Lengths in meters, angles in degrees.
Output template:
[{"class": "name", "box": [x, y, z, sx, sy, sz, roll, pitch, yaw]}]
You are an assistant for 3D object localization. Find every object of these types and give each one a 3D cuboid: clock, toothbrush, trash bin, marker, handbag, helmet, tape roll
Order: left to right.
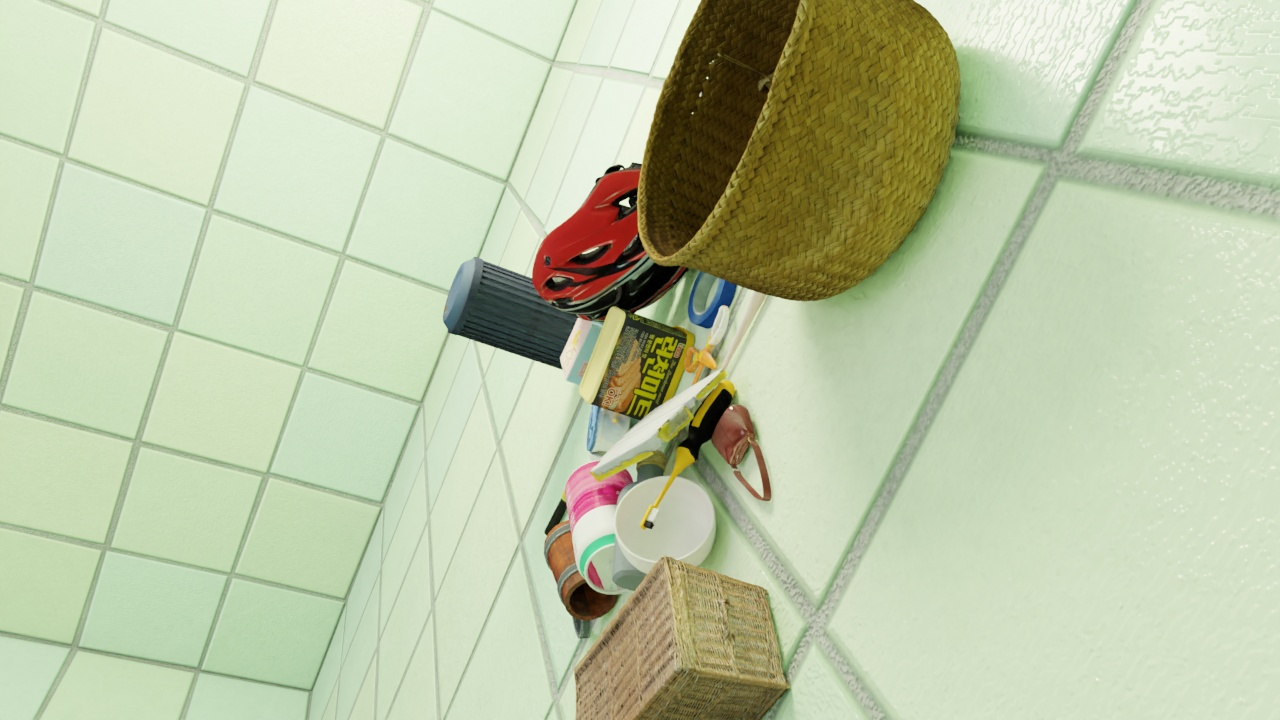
[{"class": "trash bin", "box": [-0.183, -0.069, 1.479, 0.140, 0.249, 0.139, -53, 26, 41]}, {"class": "marker", "box": [-0.116, 0.219, 1.387, 0.021, 0.017, 0.124, -104, 36, -57]}, {"class": "clock", "box": [-0.047, 0.091, 1.258, 0.126, 0.052, 0.088, 110, 167, -54]}, {"class": "helmet", "box": [-0.026, -0.149, 1.217, 0.273, 0.167, 0.216, -39, -10, 34]}, {"class": "toothbrush", "box": [0.050, 0.095, 0.960, 0.031, 0.031, 0.196, 8, 52, 39]}, {"class": "tape roll", "box": [0.088, -0.084, 1.125, 0.093, 0.016, 0.091, -46, 32, 50]}, {"class": "toothbrush", "box": [0.109, -0.028, 1.023, 0.018, 0.015, 0.181, -106, 39, -67]}, {"class": "handbag", "box": [0.106, 0.098, 0.910, 0.055, 0.029, 0.119, -65, 26, 25]}]

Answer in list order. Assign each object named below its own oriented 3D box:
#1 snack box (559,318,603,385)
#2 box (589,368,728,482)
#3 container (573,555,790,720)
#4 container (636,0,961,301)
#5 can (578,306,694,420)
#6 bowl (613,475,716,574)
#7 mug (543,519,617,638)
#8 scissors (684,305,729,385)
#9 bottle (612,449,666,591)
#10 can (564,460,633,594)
[{"class": "snack box", "box": [-0.053, -0.012, 1.318, 0.095, 0.093, 0.079, -64, 20, 19]}, {"class": "box", "box": [0.017, 0.074, 1.034, 0.126, 0.023, 0.210, -47, 4, -27]}, {"class": "container", "box": [0.030, 0.282, 0.805, 0.199, 0.112, 0.113, -58, 23, 31]}, {"class": "container", "box": [0.140, -0.212, 0.846, 0.308, 0.196, 0.306, -51, 30, 44]}, {"class": "can", "box": [-0.007, 0.007, 1.168, 0.131, 0.101, 0.072, -69, 20, 7]}, {"class": "bowl", "box": [0.027, 0.176, 0.944, 0.054, 0.105, 0.104, 77, -170, -46]}, {"class": "mug", "box": [-0.075, 0.278, 1.155, 0.111, 0.081, 0.117, -120, 34, -60]}, {"class": "scissors", "box": [0.076, -0.008, 1.081, 0.125, 0.011, 0.128, -128, 57, -74]}, {"class": "bottle", "box": [0.009, 0.174, 1.018, 0.046, 0.072, 0.161, 123, 156, -49]}, {"class": "can", "box": [-0.040, 0.197, 1.103, 0.088, 0.088, 0.165, -63, 21, 22]}]
